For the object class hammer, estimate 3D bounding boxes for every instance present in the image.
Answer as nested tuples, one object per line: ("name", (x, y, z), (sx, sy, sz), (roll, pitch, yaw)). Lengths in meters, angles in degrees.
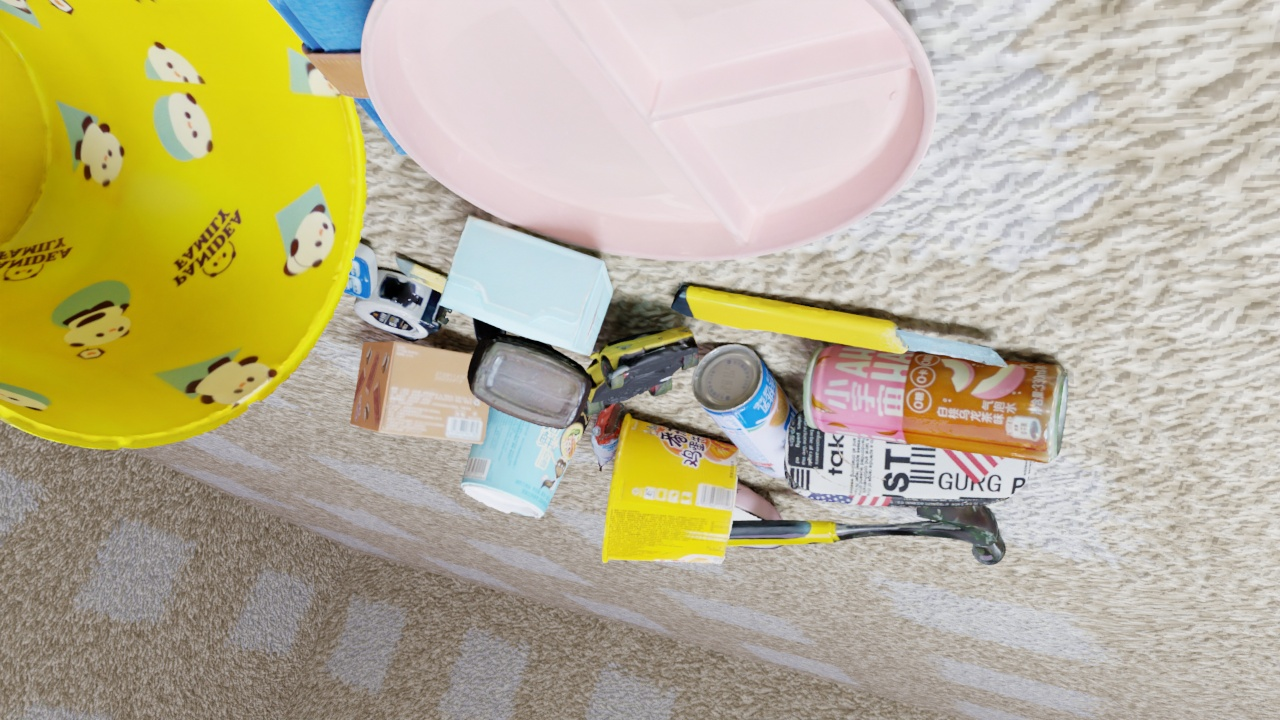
("hammer", (0.166, 0.161, 0.872), (0.324, 0.031, 0.126), (-7, 145, 29))

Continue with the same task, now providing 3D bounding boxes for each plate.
("plate", (0.003, -0.105, 0.381), (0.229, 0.028, 0.230), (6, 160, 2))
("plate", (0.069, 0.155, 1.000), (0.192, 0.039, 0.193), (16, 158, 6))

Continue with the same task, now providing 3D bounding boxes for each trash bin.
("trash bin", (-0.314, -0.099, 0.461), (0.256, 0.229, 0.230), (14, 159, 26))

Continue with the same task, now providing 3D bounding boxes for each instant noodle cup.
("instant noodle cup", (-0.105, 0.076, 0.836), (0.111, 0.120, 0.111), (16, 159, 6))
("instant noodle cup", (0.030, 0.124, 0.843), (0.110, 0.137, 0.138), (8, 158, 3))

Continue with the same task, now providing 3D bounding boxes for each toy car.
("toy car", (-0.004, 0.004, 0.661), (0.071, 0.041, 0.156), (-16, 171, -16))

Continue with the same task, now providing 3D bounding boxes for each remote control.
("remote control", (-0.256, -0.086, 0.687), (0.125, 0.024, 0.049), (20, 142, 1))

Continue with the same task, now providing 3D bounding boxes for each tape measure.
("tape measure", (-0.194, -0.045, 0.736), (0.066, 0.033, 0.066), (29, 155, -31))

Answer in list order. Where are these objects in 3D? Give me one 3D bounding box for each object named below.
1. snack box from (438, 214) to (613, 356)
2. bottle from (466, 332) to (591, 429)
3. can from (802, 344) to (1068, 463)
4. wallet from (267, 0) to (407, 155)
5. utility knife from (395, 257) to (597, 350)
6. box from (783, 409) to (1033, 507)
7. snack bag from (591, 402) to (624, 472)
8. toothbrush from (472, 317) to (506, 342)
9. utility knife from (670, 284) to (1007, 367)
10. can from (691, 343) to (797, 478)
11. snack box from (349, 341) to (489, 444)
("snack box", (-0.060, -0.038, 0.543), (0.074, 0.051, 0.175), (20, 180, 0))
("bottle", (-0.076, 0.007, 0.640), (0.080, 0.044, 0.195), (22, -178, -7))
("can", (0.178, 0.024, 0.561), (0.147, 0.057, 0.058), (6, 156, 29))
("wallet", (-0.100, -0.143, 0.413), (0.106, 0.040, 0.133), (4, 155, 23))
("utility knife", (-0.110, -0.042, 0.707), (0.167, 0.018, 0.031), (19, 166, -14))
("box", (0.183, 0.068, 0.646), (0.163, 0.076, 0.088), (-1, 180, 7))
("snack bag", (-0.032, 0.074, 0.876), (0.026, 0.045, 0.105), (16, 159, 3))
("toothbrush", (-0.114, -0.021, 0.695), (0.026, 0.027, 0.213), (6, 151, -2))
("utility knife", (0.114, -0.021, 0.557), (0.209, 0.015, 0.033), (12, 157, 23))
("can", (0.087, 0.042, 0.686), (0.053, 0.053, 0.134), (5, 155, 31))
("snack box", (-0.192, 0.027, 0.804), (0.092, 0.077, 0.094), (10, 175, -32))
